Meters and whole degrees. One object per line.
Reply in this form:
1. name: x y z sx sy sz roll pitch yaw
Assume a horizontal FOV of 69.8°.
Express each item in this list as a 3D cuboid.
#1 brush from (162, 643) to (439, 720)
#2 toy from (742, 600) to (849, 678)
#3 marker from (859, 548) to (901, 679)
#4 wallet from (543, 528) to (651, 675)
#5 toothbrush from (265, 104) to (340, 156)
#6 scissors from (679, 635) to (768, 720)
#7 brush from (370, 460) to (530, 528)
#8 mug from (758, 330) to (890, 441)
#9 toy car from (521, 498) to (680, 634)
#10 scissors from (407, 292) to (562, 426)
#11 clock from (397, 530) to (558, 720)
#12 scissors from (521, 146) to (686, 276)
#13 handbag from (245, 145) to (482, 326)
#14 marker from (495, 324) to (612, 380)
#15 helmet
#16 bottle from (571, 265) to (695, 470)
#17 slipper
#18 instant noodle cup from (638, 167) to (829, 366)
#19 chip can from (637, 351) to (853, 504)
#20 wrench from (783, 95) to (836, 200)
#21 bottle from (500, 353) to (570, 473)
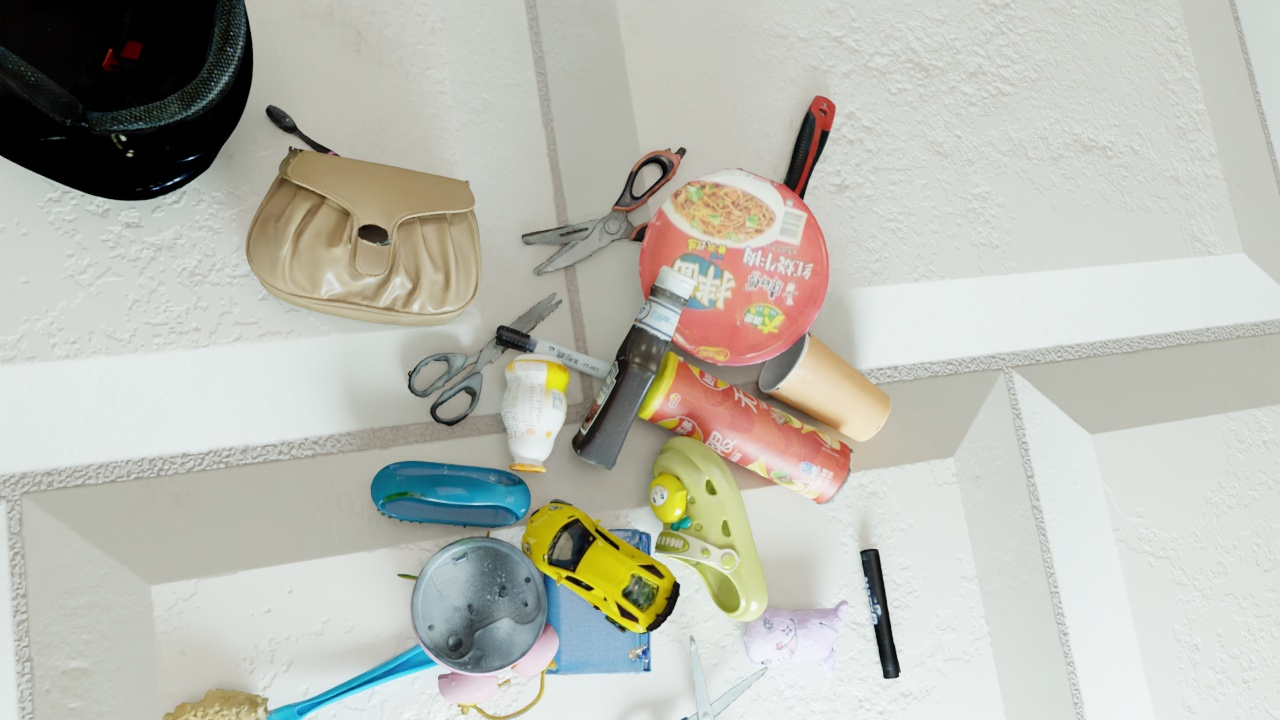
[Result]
1. brush: -0.277 0.290 0.783 0.254 0.046 0.083 -17 81 -23
2. toy: 0.151 0.277 0.911 0.108 0.039 0.084 4 100 -18
3. marker: 0.250 0.262 0.953 0.022 0.020 0.132 -4 81 -34
4. wallet: -0.039 0.226 0.863 0.106 0.040 0.133 1 78 -8
5. toothbrush: -0.279 -0.183 0.880 0.189 0.018 0.014 37 73 -8
6. scissors: 0.054 0.349 0.873 0.162 0.012 0.173 -11 90 -13
7. brush: -0.169 0.120 0.825 0.143 0.074 0.055 8 73 -15
8. mug: 0.195 0.029 0.954 0.122 0.078 0.078 32 72 -14
9. toy car: -0.039 0.187 0.833 0.156 0.041 0.071 34 74 5
10. scissors: -0.139 -0.002 0.892 0.174 0.014 0.136 -5 80 -20
11. clock: -0.137 0.236 0.806 0.117 0.060 0.158 -21 73 -28
12. scissors: -0.015 -0.152 0.955 0.195 0.015 0.215 23 75 -12
13. handbag: -0.244 -0.110 0.832 0.204 0.100 0.147 7 82 -18
14. marker: -0.081 -0.004 0.900 0.130 0.018 0.022 21 97 -17
15. helmet: -0.449 -0.257 0.733 0.275 0.231 0.232 29 64 0
16. bottle: -0.005 0.005 0.868 0.044 0.080 0.195 25 94 -11
17. slipper: 0.057 0.167 0.871 0.081 0.092 0.190 -22 91 -33
18. instant noodle cup: 0.091 -0.092 0.932 0.194 0.066 0.194 0 93 -7
19. chip can: 0.105 0.070 0.919 0.216 0.073 0.073 28 73 -12
20. wrench: 0.160 -0.179 1.012 0.056 0.016 0.273 29 74 -10
21. bottle: -0.101 0.050 0.864 0.063 0.063 0.108 8 77 -15
